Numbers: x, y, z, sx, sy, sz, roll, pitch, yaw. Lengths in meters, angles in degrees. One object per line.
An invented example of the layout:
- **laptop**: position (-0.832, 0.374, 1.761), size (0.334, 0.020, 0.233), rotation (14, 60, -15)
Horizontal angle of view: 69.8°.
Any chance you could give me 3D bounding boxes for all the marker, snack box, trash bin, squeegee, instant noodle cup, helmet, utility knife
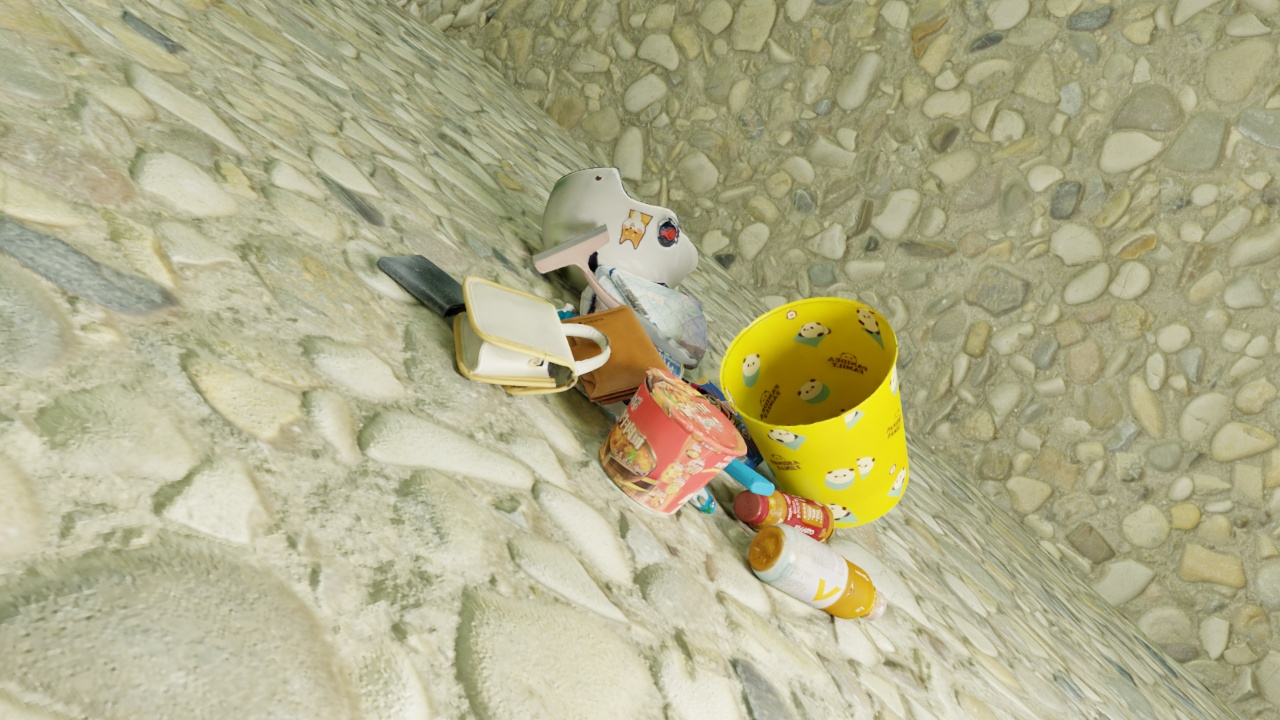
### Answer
- **marker**: position (-0.004, -0.079, 1.336), size (0.145, 0.017, 0.017), rotation (56, 20, 23)
- **snack box**: position (0.125, 0.093, 1.360), size (0.157, 0.026, 0.084), rotation (44, 31, 13)
- **trash bin**: position (0.254, 0.083, 1.256), size (0.229, 0.229, 0.255), rotation (56, -6, 50)
- **squeegee**: position (-0.019, -0.073, 1.282), size (0.249, 0.040, 0.247), rotation (44, 27, 4)
- **instant noodle cup**: position (0.030, 0.093, 0.994), size (0.138, 0.109, 0.137), rotation (36, 14, -11)
- **helmet**: position (-0.051, -0.176, 1.508), size (0.274, 0.156, 0.231), rotation (40, -25, -20)
- **utility knife**: position (0.077, 0.108, 1.169), size (0.034, 0.018, 0.238), rotation (8, 18, -43)

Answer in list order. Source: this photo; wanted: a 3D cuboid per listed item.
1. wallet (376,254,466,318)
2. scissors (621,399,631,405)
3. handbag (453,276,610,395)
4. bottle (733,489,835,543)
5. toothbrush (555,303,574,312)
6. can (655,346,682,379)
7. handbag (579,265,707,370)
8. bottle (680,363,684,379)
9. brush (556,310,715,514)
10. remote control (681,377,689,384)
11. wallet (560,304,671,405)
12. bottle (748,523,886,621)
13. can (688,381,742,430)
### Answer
- **wallet**: position (-0.242, -0.090, 1.067), size (0.097, 0.019, 0.120), rotation (39, 12, 2)
- **scissors**: position (0.013, 0.031, 1.135), size (0.164, 0.012, 0.162), rotation (45, 23, 4)
- **handbag**: position (-0.112, -0.017, 1.000), size (0.178, 0.063, 0.163), rotation (14, 24, -22)
- **bottle**: position (0.182, 0.197, 1.165), size (0.174, 0.057, 0.057), rotation (22, 22, -47)
- **toothbrush**: position (-0.134, -0.073, 1.293), size (0.016, 0.016, 0.180), rotation (40, 14, 14)
- **can**: position (-0.007, 0.007, 1.233), size (0.111, 0.075, 0.075), rotation (32, 16, -22)
- **handbag**: position (0.005, -0.068, 1.403), size (0.193, 0.076, 0.134), rotation (19, 40, -16)
- **bottle**: position (0.009, 0.001, 1.330), size (0.108, 0.063, 0.063), rotation (33, 15, -22)
- **brush**: position (-0.014, 0.060, 1.121), size (0.314, 0.061, 0.109), rotation (43, 20, 7)
- **remote control**: position (0.100, 0.070, 1.424), size (0.136, 0.024, 0.053), rotation (37, 19, -1)
- **wallet**: position (-0.040, -0.006, 1.081), size (0.119, 0.035, 0.130), rotation (-12, 49, -23)
- **bottle**: position (0.207, 0.248, 1.046), size (0.189, 0.068, 0.068), rotation (32, 16, -27)
- **can**: position (0.085, 0.081, 1.266), size (0.094, 0.067, 0.066), rotation (40, 14, 4)
